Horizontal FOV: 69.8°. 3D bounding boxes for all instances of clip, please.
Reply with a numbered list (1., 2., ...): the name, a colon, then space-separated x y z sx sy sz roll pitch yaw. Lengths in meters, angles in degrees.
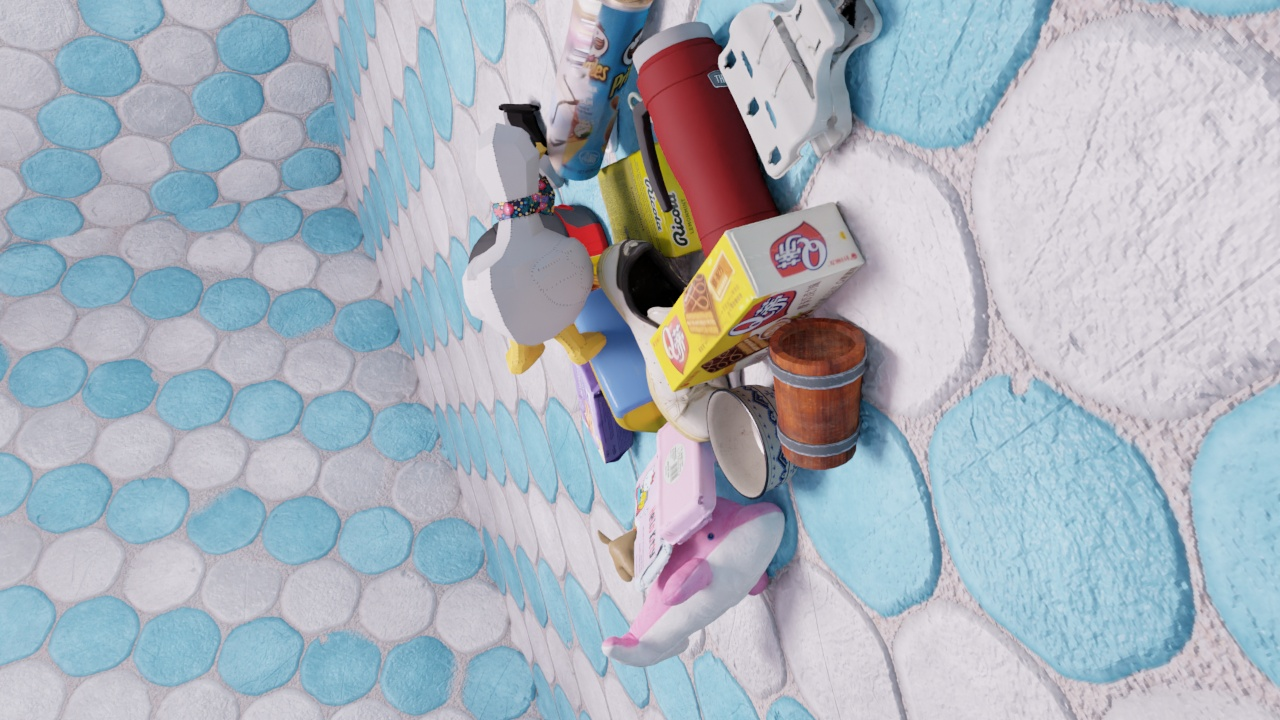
1. clip: 0.018 -0.263 0.971 0.074 0.035 0.023 50 148 33
2. clip: 0.130 -0.231 0.707 0.152 0.091 0.125 -42 68 51

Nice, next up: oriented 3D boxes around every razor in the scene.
1. razor: -0.154 -0.311 1.333 0.060 0.057 0.156 -31 74 35

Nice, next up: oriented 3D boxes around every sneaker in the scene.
1. sneaker: 0.040 -0.027 0.982 0.241 0.088 0.102 61 158 -3

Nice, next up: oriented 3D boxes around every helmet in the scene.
1. helmet: -0.161 -0.129 1.318 0.265 0.169 0.164 -17 90 69

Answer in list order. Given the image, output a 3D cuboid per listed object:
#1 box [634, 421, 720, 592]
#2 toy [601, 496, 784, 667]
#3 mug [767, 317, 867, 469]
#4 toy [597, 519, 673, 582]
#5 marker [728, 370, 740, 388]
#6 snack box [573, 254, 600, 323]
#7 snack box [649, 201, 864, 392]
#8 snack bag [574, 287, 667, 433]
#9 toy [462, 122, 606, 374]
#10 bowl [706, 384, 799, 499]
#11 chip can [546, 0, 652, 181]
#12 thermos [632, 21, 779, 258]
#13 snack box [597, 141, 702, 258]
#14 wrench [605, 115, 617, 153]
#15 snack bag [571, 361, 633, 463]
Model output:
1. box: 0.030 0.148 1.045 0.155 0.044 0.201 -49 18 23
2. toy: 0.056 0.238 1.042 0.266 0.186 0.128 -52 52 19
3. mug: 0.150 0.022 0.807 0.117 0.081 0.111 -107 8 -58
4. toy: 0.008 0.253 1.287 0.106 0.108 0.134 53 156 5
5. marker: 0.095 -0.030 0.978 0.022 0.016 0.139 -76 -22 -68
6. snack box: -0.060 -0.089 1.186 0.061 0.105 0.084 65 157 20
7. snack box: 0.094 -0.050 0.830 0.061 0.110 0.231 67 158 14
8. snack bag: -0.007 0.007 1.159 0.205 0.102 0.159 75 172 -72
9. toy: -0.126 -0.114 0.986 0.246 0.141 0.268 -77 -25 -63
10. bowl: 0.121 0.076 0.928 0.115 0.059 0.116 50 149 45
11. chip can: -0.053 -0.307 1.002 0.079 0.079 0.230 60 146 30
12. thermos: 0.052 -0.195 0.844 0.108 0.083 0.198 -21 87 32
13. snack box: 0.007 -0.176 1.045 0.181 0.045 0.121 10 118 70
14. wrench: -0.036 -0.361 1.049 0.066 0.018 0.274 54 153 41
15. snack bag: -0.052 0.055 1.304 0.206 0.058 0.096 86 161 -52
